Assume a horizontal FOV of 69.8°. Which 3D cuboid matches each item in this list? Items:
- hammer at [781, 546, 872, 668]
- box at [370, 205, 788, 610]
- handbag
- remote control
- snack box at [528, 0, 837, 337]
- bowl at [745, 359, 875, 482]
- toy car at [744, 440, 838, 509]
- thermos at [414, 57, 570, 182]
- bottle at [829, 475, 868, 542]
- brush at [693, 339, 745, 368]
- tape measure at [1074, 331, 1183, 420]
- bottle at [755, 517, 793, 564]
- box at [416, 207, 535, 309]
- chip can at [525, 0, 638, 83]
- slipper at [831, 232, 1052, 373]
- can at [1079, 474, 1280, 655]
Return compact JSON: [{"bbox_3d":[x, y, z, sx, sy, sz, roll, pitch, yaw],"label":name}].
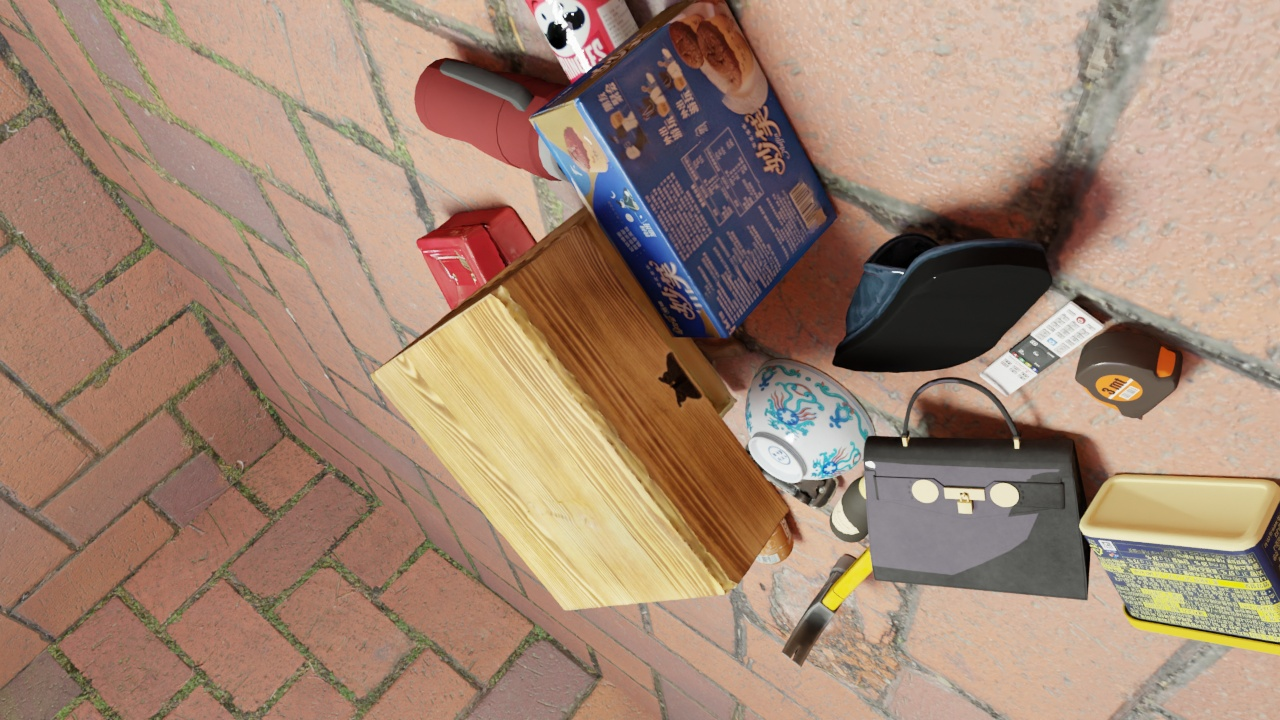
[{"bbox_3d":[0.245,0.218,0.989,0.034,0.169,0.325,37,142,13],"label":"hammer"},{"bbox_3d":[-0.013,0.008,0.829,0.287,0.335,0.279,-24,108,48],"label":"box"},{"bbox_3d":[0.278,0.098,0.779,0.176,0.072,0.196,-1,121,30],"label":"handbag"},{"bbox_3d":[0.298,-0.008,0.685,0.028,0.011,0.124,39,154,8],"label":"remote control"},{"bbox_3d":[0.040,-0.142,0.684,0.069,0.154,0.203,5,135,55],"label":"snack box"},{"bbox_3d":[0.158,0.077,0.943,0.144,0.074,0.144,33,153,19],"label":"bowl"},{"bbox_3d":[0.169,0.123,1.035,0.113,0.048,0.040,34,-175,19],"label":"toy car"},{"bbox_3d":[-0.129,-0.235,0.858,0.199,0.084,0.108,27,169,35],"label":"thermos"},{"bbox_3d":[0.240,0.137,0.952,0.045,0.045,0.185,35,153,16],"label":"bottle"},{"bbox_3d":[0.069,-0.006,1.015,0.039,0.012,0.151,50,155,-16],"label":"brush"},{"bbox_3d":[0.333,0.006,0.631,0.059,0.038,0.058,23,151,9],"label":"tape measure"},{"bbox_3d":[0.144,0.186,1.148,0.059,0.059,0.167,17,144,43],"label":"bottle"},{"bbox_3d":[-0.192,-0.118,1.141,0.158,0.097,0.130,11,135,54],"label":"box"},{"bbox_3d":[-0.021,-0.230,0.735,0.073,0.073,0.233,10,140,49],"label":"chip can"},{"bbox_3d":[0.213,-0.054,0.676,0.109,0.083,0.266,1,164,-1],"label":"slipper"},{"bbox_3d":[0.416,0.146,0.683,0.104,0.075,0.135,54,153,-16],"label":"can"}]
